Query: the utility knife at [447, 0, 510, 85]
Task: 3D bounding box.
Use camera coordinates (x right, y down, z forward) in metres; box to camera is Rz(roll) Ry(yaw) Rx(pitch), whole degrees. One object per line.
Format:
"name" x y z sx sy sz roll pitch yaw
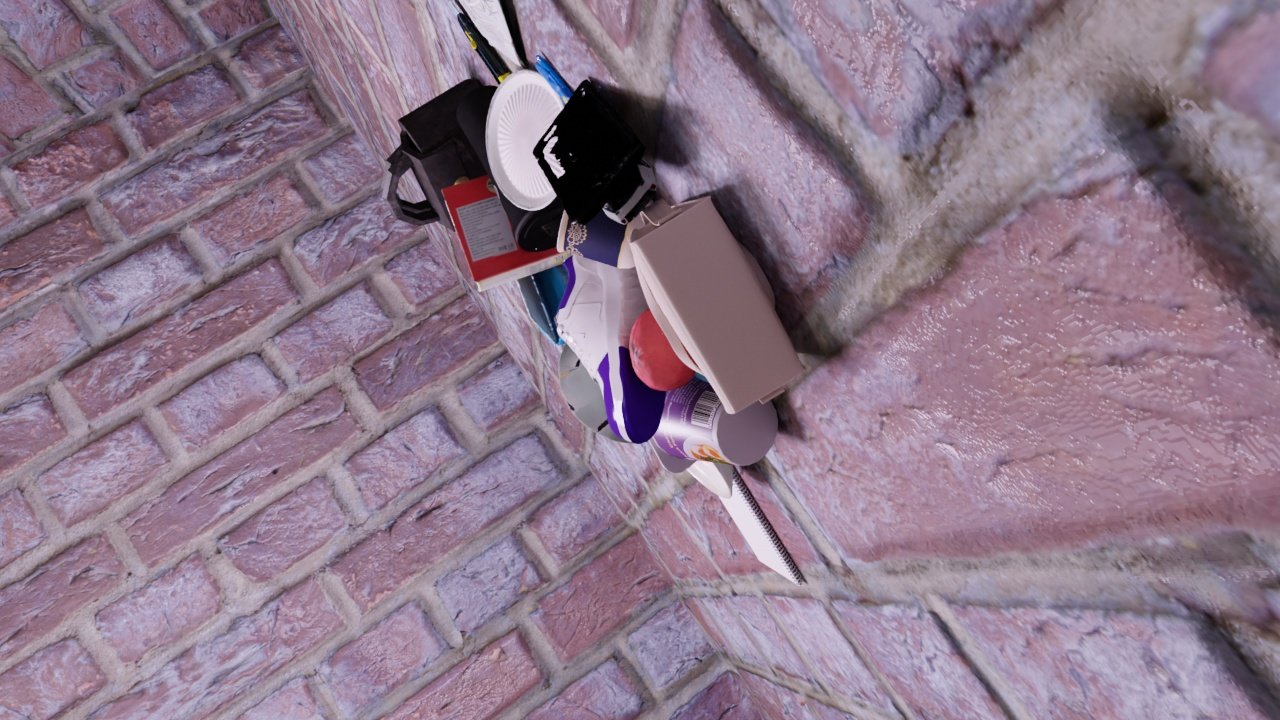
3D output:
"utility knife" -0.190 -0.378 1.140 0.187 0.020 0.029 55 166 9

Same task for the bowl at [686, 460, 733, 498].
"bowl" 0.077 0.099 1.219 0.176 0.057 0.177 46 167 14

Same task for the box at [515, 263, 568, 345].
"box" -0.154 -0.139 1.275 0.243 0.085 0.092 67 151 31

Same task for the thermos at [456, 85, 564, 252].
"thermos" -0.153 -0.246 1.163 0.218 0.105 0.106 58 169 18

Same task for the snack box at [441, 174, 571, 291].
"snack box" -0.172 -0.181 1.213 0.040 0.142 0.145 94 155 -73

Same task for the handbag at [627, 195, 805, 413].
"handbag" 0.057 -0.062 0.862 0.194 0.101 0.198 59 180 -12

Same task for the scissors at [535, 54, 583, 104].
"scissors" -0.075 -0.279 0.966 0.130 0.022 0.070 57 170 10

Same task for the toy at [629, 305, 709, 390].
"toy" 0.039 -0.015 0.965 0.062 0.132 0.092 -12 84 43

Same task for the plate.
"plate" -0.127 -0.253 1.056 0.157 0.014 0.157 15 112 43

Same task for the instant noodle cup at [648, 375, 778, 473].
"instant noodle cup" 0.083 0.072 1.026 0.121 0.137 0.122 12 -179 -30

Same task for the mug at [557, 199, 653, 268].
"mug" -0.026 -0.150 0.950 0.089 0.111 0.086 18 145 2

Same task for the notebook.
"notebook" 0.151 0.221 1.392 0.245 0.013 0.178 58 170 -7

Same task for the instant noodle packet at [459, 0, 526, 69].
"instant noodle packet" -0.195 -0.428 0.957 0.147 0.057 0.269 53 172 21

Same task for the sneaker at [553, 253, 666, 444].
"sneaker" -0.044 -0.024 1.016 0.091 0.111 0.244 21 -120 -56

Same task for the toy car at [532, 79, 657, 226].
"toy car" -0.034 -0.182 0.856 0.071 0.094 0.191 33 -164 -34

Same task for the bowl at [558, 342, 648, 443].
"bowl" -0.006 0.006 1.082 0.174 0.173 0.068 55 155 7

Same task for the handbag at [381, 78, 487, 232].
"handbag" -0.285 -0.278 1.342 0.102 0.199 0.197 49 167 31
